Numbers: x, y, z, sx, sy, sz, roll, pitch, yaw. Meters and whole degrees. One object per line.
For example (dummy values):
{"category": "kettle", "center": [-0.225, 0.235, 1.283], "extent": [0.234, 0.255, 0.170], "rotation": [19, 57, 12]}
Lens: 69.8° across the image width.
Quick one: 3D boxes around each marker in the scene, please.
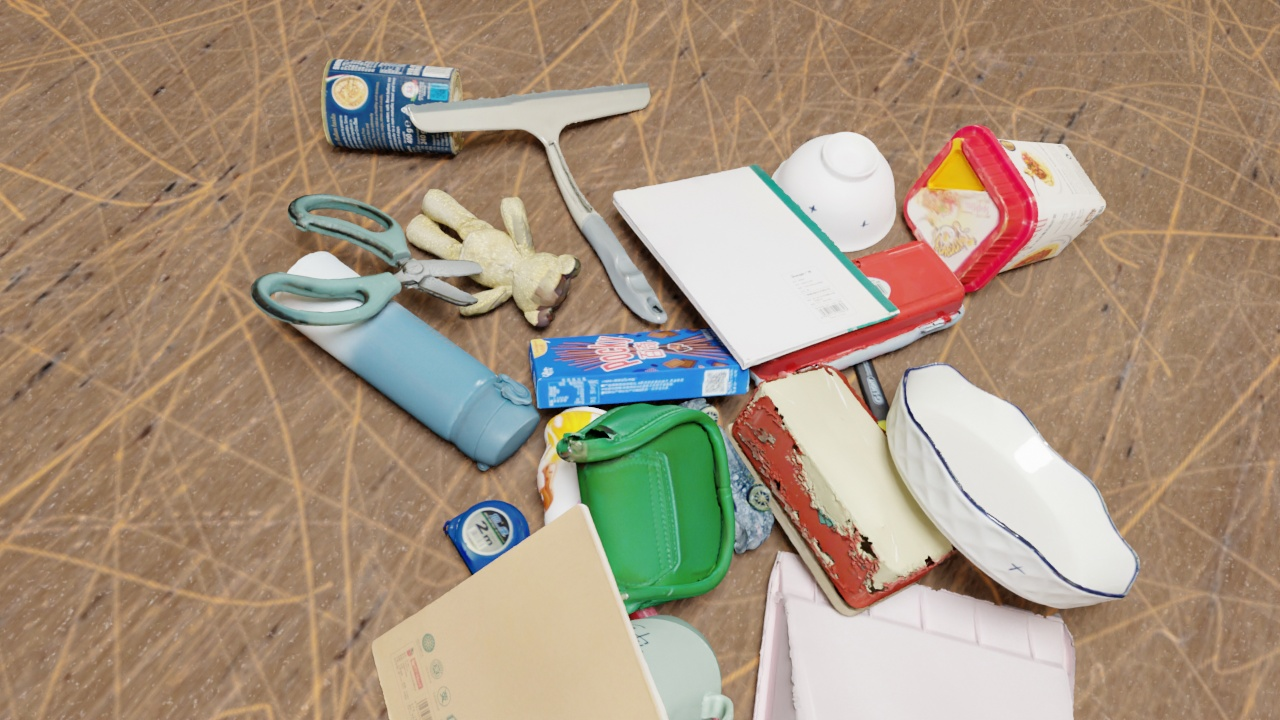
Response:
{"category": "marker", "center": [0.192, 0.039, 0.736], "extent": [0.018, 0.015, 0.124], "rotation": [-5, 61, -12]}

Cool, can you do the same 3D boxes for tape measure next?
{"category": "tape measure", "center": [-0.106, 0.129, 0.654], "extent": [0.054, 0.025, 0.058], "rotation": [-30, 72, -21]}

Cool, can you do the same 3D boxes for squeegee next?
{"category": "squeegee", "center": [-0.043, -0.127, 0.792], "extent": [0.245, 0.039, 0.246], "rotation": [-17, 69, -33]}

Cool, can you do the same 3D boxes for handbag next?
{"category": "handbag", "center": [0.003, 0.098, 0.612], "extent": [0.120, 0.068, 0.131], "rotation": [-16, 100, -48]}

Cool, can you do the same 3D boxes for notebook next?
{"category": "notebook", "center": [-0.081, 0.198, 0.548], "extent": [0.208, 0.008, 0.147], "rotation": [-37, 63, 26]}
{"category": "notebook", "center": [0.090, -0.087, 0.749], "extent": [0.150, 0.012, 0.209], "rotation": [-17, 52, -24]}

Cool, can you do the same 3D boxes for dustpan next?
{"category": "dustpan", "center": [0.170, 0.284, 0.606], "extent": [0.222, 0.139, 0.272], "rotation": [15, 33, 4]}

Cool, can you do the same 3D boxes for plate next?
{"category": "plate", "center": [0.253, 0.087, 0.645], "extent": [0.205, 0.046, 0.204], "rotation": [27, 31, -18]}

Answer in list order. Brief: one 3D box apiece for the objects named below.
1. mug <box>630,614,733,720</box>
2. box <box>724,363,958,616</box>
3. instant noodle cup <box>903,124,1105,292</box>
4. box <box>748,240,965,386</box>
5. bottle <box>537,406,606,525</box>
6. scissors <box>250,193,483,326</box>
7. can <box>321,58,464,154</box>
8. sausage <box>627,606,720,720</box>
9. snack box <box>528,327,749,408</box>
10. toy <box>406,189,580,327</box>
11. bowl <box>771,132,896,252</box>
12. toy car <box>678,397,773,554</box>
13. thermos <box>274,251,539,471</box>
{"category": "mug", "center": [0.007, 0.207, 0.560], "extent": [0.112, 0.106, 0.082], "rotation": [8, 91, 34]}
{"category": "box", "center": [0.144, 0.084, 0.654], "extent": [0.091, 0.080, 0.168], "rotation": [-14, 59, -34]}
{"category": "instant noodle cup", "center": [0.315, -0.133, 0.792], "extent": [0.124, 0.117, 0.116], "rotation": [-9, 62, -24]}
{"category": "box", "center": [0.169, -0.035, 0.758], "extent": [0.201, 0.049, 0.087], "rotation": [-19, 56, -15]}
{"category": "bottle", "center": [-0.044, 0.090, 0.659], "extent": [0.063, 0.063, 0.108], "rotation": [7, 61, -1]}
{"category": "scissors", "center": [-0.210, -0.083, 0.701], "extent": [0.173, 0.019, 0.177], "rotation": [-9, 50, -25]}
{"category": "can", "center": [-0.214, -0.221, 0.805], "extent": [0.111, 0.075, 0.075], "rotation": [3, 61, -4]}
{"category": "sausage", "center": [0.022, 0.204, 0.629], "extent": [0.020, 0.020, 0.156], "rotation": [-30, 67, -19]}
{"category": "snack box", "center": [-0.004, 0.004, 0.702], "extent": [0.157, 0.026, 0.084], "rotation": [-4, 22, -9]}
{"category": "toy", "center": [-0.125, -0.087, 0.755], "extent": [0.157, 0.066, 0.105], "rotation": [31, 96, 16]}
{"category": "bowl", "center": [0.179, -0.162, 0.815], "extent": [0.118, 0.065, 0.118], "rotation": [2, 62, -5]}
{"category": "toy car", "center": [0.057, 0.084, 0.677], "extent": [0.036, 0.054, 0.120], "rotation": [-20, 65, -18]}
{"category": "thermos", "center": [-0.175, -0.001, 0.695], "extent": [0.220, 0.070, 0.070], "rotation": [34, 64, 13]}
